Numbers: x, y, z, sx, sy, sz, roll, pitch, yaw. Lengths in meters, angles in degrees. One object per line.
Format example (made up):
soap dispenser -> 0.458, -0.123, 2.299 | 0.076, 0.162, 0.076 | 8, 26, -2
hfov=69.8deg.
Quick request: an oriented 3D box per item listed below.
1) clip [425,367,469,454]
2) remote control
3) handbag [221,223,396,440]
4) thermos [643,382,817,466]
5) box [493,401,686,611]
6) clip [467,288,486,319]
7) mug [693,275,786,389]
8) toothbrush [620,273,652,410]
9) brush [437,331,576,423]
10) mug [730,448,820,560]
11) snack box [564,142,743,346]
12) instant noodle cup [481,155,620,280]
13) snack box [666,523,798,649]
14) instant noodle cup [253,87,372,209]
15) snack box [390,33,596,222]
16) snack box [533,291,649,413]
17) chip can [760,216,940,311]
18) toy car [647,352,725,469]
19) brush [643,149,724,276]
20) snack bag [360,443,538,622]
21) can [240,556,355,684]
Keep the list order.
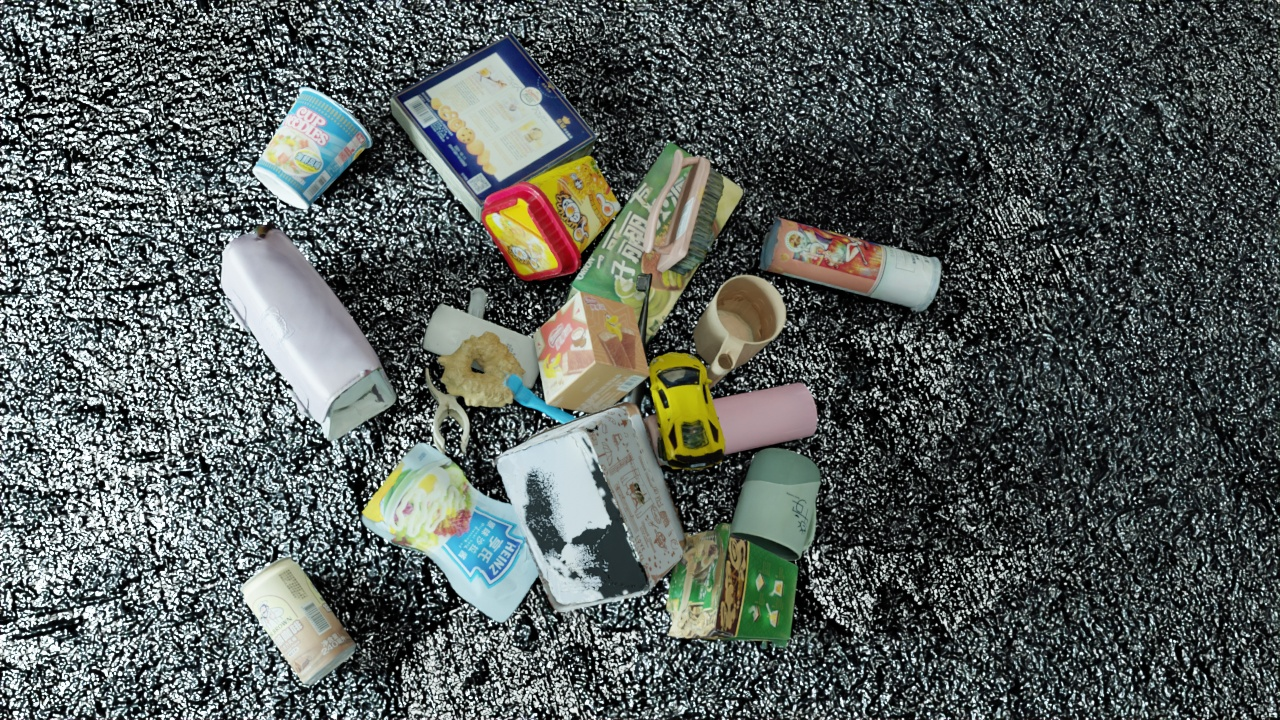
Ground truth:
clip -> -0.202, 0.054, 1.015 | 0.076, 0.035, 0.103 | 3, 63, -9
remote control -> -0.176, -0.016, 1.043 | 0.135, 0.019, 0.056 | 20, 85, -6
handbag -> -0.345, -0.028, 0.949 | 0.098, 0.145, 0.197 | -33, 81, -23
thermos -> 0.104, 0.078, 1.047 | 0.198, 0.087, 0.067 | -10, 117, -17
box -> -0.039, 0.147, 0.963 | 0.157, 0.149, 0.181 | -25, 94, -56
clip -> -0.191, -0.054, 1.063 | 0.024, 0.028, 0.056 | 8, 80, -8
mug -> 0.105, -0.025, 1.070 | 0.084, 0.104, 0.124 | 27, 68, -2
toothbrush -> -0.006, 0.006, 1.027 | 0.027, 0.026, 0.212 | 6, 85, 9
brush -> -0.107, 0.053, 1.019 | 0.254, 0.046, 0.083 | 33, 65, -12
mug -> 0.163, 0.166, 1.037 | 0.111, 0.082, 0.106 | 35, 63, -32
snack box -> 0.019, -0.139, 1.110 | 0.114, 0.063, 0.239 | 33, 69, -2
instant noodle cup -> -0.098, -0.169, 1.065 | 0.123, 0.116, 0.116 | -45, 114, -33
snack box -> 0.102, 0.247, 0.982 | 0.105, 0.118, 0.117 | 18, 69, -20
instant noodle cup -> -0.377, -0.235, 1.044 | 0.099, 0.099, 0.109 | 32, 75, -1
snack box -> -0.179, -0.288, 1.127 | 0.182, 0.046, 0.178 | -36, 82, -21
snack box -> -0.056, -0.007, 1.008 | 0.077, 0.093, 0.094 | 13, 51, -39
chip can -> 0.262, -0.121, 1.156 | 0.214, 0.071, 0.071 | 13, 69, -7
toy car -> 0.047, 0.051, 0.999 | 0.071, 0.041, 0.155 | -6, 54, -7
brush -> 0.051, -0.175, 1.061 | 0.073, 0.063, 0.145 | 22, 68, -17
snack bag -> -0.190, 0.180, 0.972 | 0.191, 0.039, 0.110 | 36, 63, -2
can -> -0.336, 0.255, 0.901 | 0.058, 0.059, 0.116 | -36, 82, -21
